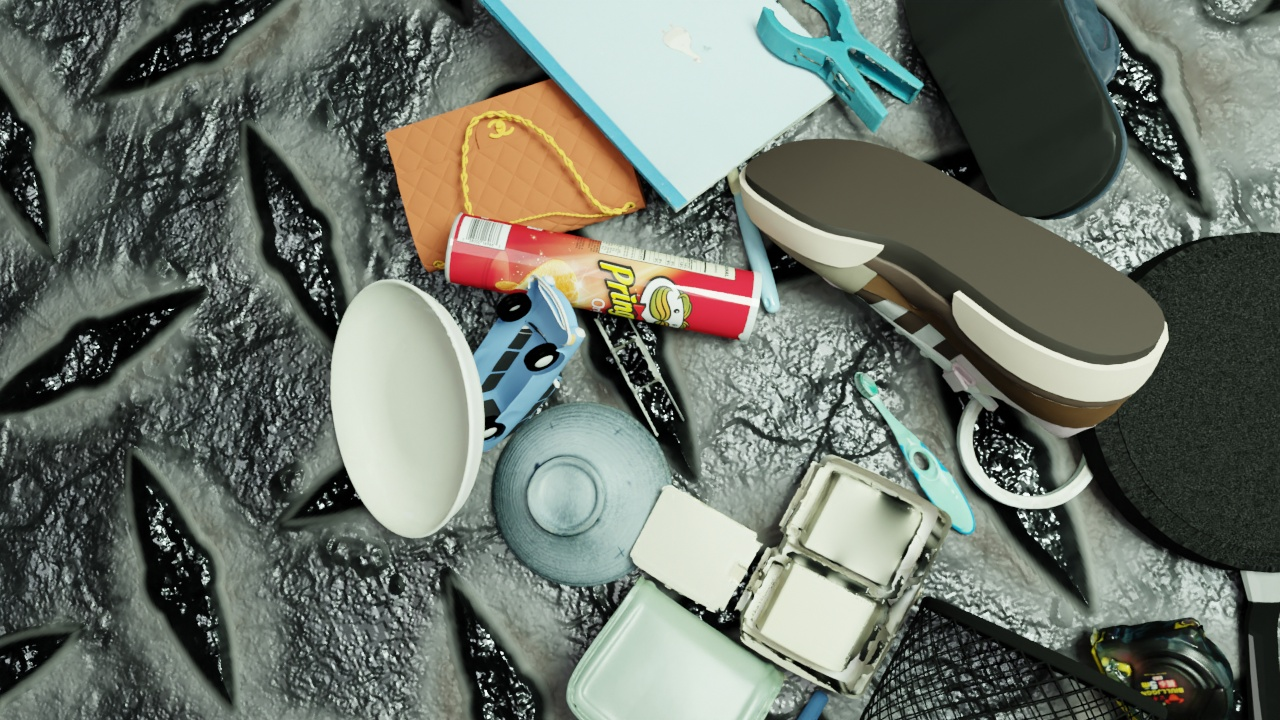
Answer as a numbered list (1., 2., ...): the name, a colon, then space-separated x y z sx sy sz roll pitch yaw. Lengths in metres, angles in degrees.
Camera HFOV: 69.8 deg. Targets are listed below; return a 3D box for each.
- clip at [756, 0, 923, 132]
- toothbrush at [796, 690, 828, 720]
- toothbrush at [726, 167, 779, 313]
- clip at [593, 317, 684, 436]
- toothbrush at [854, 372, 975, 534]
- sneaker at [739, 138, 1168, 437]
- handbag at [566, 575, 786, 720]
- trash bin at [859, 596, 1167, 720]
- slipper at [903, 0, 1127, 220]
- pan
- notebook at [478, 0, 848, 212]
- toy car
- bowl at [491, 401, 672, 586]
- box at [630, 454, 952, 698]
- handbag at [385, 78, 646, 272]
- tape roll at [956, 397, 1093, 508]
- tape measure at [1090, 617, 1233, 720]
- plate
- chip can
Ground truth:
1. clip: 0.128 -0.214 0.658 0.120 0.030 0.130 -22 75 -18
2. toothbrush: 0.080 0.297 0.618 0.014 0.014 0.167 29 74 22
3. toothbrush: 0.076 -0.108 0.675 0.022 0.016 0.155 -23 79 38
4. clip: 0.005 -0.001 0.659 0.052 0.060 0.102 -27 81 -14
5. toothbrush: 0.191 0.064 0.641 0.022 0.017 0.135 -34 80 1
6. sneaker: 0.189 -0.047 0.617 0.294 0.117 0.111 34 56 29
7. handbag: 0.021 0.224 0.624 0.122 0.067 0.106 33 72 10
8. trash bin: 0.198 0.269 0.545 0.184 0.184 0.210 25 83 10
9. slipper: 0.265 -0.213 0.632 0.109 0.083 0.265 -32 63 43
10. pan: 0.404 0.091 0.594 0.225 0.034 0.356 0 85 4
11. notebook: 0.008 -0.247 0.673 0.180 0.009 0.253 -38 80 -17
12. toy car: -0.086 0.006 0.642 0.154 0.054 0.056 -48 62 37
13. bowl: -0.048 0.096 0.654 0.137 0.057 0.137 -1 84 9
14. box: 0.099 0.124 0.629 0.184 0.044 0.143 28 92 3
15. handbag: -0.093 -0.140 0.685 0.172 0.060 0.109 -16 86 7
16. tape roll: 0.267 0.055 0.632 0.093 0.013 0.093 -1 84 8
17. tape measure: 0.336 0.201 0.585 0.072 0.042 0.072 -23 85 31
18. plate: -0.162 0.033 0.655 0.183 0.034 0.182 7 100 44
19. chip can: -0.026 -0.058 0.646 0.214 0.052 0.051 11 86 -2
